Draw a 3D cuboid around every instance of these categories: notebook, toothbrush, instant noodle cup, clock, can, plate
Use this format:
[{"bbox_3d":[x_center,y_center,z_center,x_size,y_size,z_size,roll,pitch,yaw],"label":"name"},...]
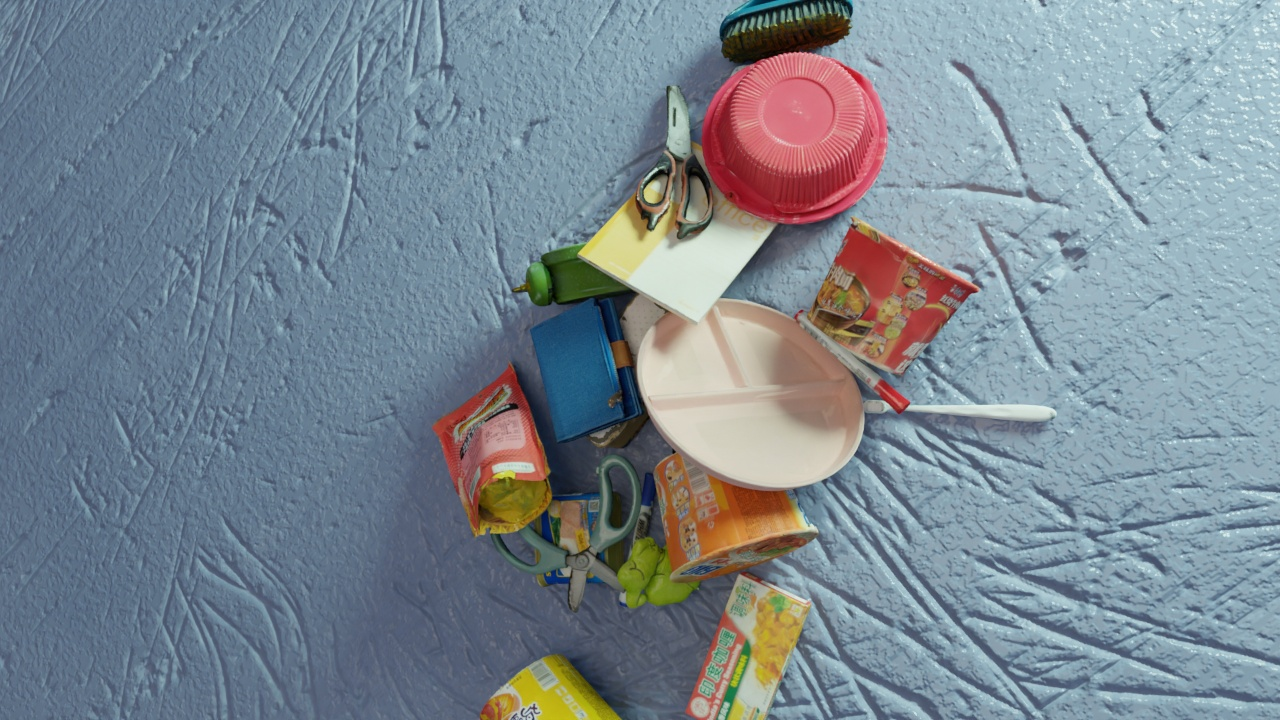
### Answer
[{"bbox_3d":[0.053,-0.139,0.949,0.146,0.010,0.205,31,61,15],"label":"notebook"},{"bbox_3d":[0.307,0.048,0.895,0.180,0.016,0.016,2,86,21],"label":"toothbrush"},{"bbox_3d":[0.235,-0.057,0.878,0.138,0.137,0.109,35,105,20],"label":"instant noodle cup"},{"bbox_3d":[0.158,-0.240,0.935,0.194,0.066,0.193,-1,77,6],"label":"instant noodle cup"},{"bbox_3d":[-0.063,-0.093,1.000,0.161,0.116,0.056,-10,91,17],"label":"clock"},{"bbox_3d":[-0.094,0.383,0.953,0.138,0.138,0.110,-48,63,9],"label":"instant noodle cup"},{"bbox_3d":[0.085,0.143,0.905,0.151,0.151,0.111,-24,68,16],"label":"instant noodle cup"},{"bbox_3d":[-0.066,0.193,0.999,0.083,0.057,0.102,-5,82,18],"label":"can"},{"bbox_3d":[0.105,0.031,0.892,0.229,0.228,0.028,43,141,19],"label":"plate"}]

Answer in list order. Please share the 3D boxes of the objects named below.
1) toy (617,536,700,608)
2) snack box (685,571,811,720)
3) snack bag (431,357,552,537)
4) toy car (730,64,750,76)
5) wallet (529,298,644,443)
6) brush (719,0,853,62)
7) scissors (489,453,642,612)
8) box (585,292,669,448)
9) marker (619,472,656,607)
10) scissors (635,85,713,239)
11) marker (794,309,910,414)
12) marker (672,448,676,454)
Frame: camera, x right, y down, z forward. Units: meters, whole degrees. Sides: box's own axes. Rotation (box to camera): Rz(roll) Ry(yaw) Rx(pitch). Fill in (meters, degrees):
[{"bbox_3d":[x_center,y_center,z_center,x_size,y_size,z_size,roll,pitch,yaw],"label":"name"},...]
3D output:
[{"bbox_3d":[0.022,0.219,0.948,0.031,0.100,0.096,8,61,54],"label":"toy"},{"bbox_3d":[0.110,0.304,0.936,0.077,0.027,0.156,21,92,23],"label":"snack box"},{"bbox_3d":[-0.163,0.093,1.003,0.129,0.073,0.207,-43,37,8],"label":"snack bag"},{"bbox_3d":[0.106,-0.275,1.000,0.049,0.031,0.105,28,92,19],"label":"toy car"},{"bbox_3d":[-0.058,0.010,0.961,0.107,0.040,0.133,-23,75,27],"label":"wallet"},{"bbox_3d":[0.154,-0.366,0.981,0.144,0.055,0.073,-7,64,20],"label":"brush"},{"bbox_3d":[-0.078,0.169,0.967,0.170,0.019,0.174,18,89,17],"label":"scissors"},{"bbox_3d":[-0.006,0.006,0.995,0.090,0.063,0.184,43,97,19],"label":"box"},{"bbox_3d":[-0.002,0.195,0.996,0.017,0.017,0.145,11,88,21],"label":"marker"},{"bbox_3d":[0.026,-0.221,0.983,0.182,0.015,0.209,-31,64,-20],"label":"scissors"},{"bbox_3d":[0.211,-0.001,0.922,0.017,0.017,0.145,-48,68,9],"label":"marker"},{"bbox_3d":[0.044,0.099,0.987,0.022,0.020,0.132,-10,77,58],"label":"marker"}]
